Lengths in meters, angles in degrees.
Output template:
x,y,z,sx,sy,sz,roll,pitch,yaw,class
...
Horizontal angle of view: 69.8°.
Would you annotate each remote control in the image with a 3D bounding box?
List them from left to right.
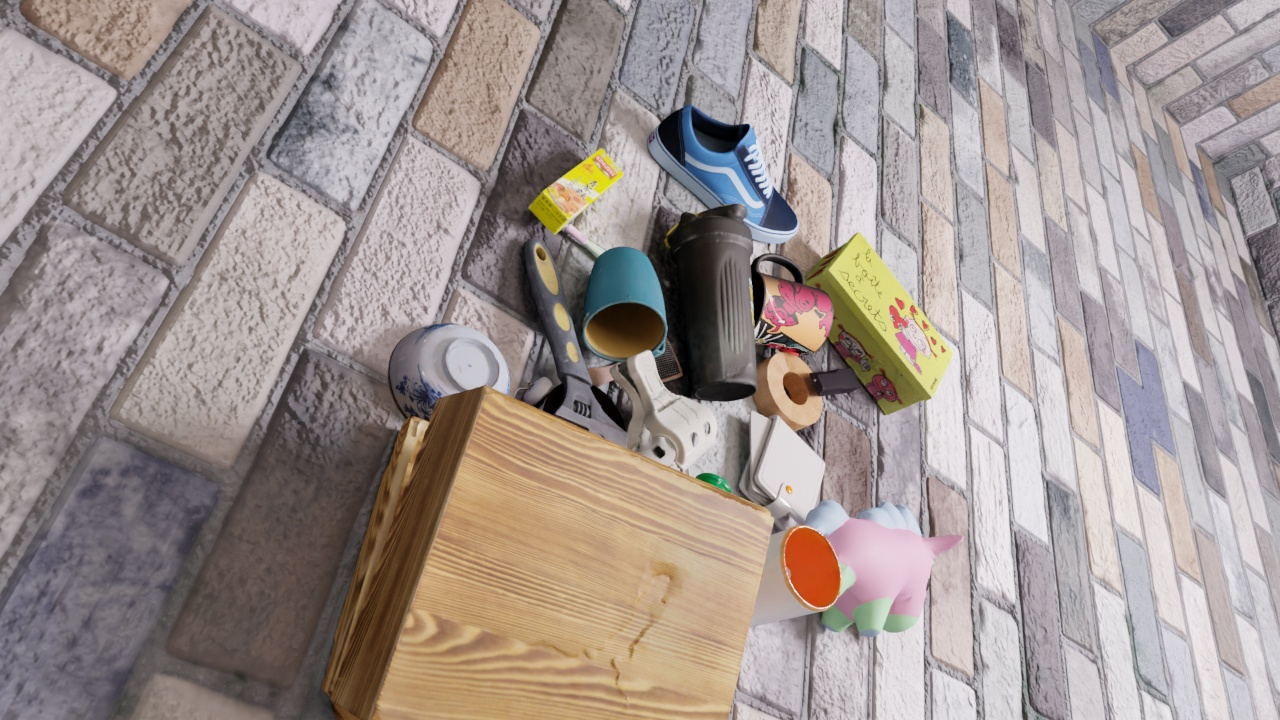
x,y,z,sx,sy,sz,roll,pitch,yaw,class
0.245,0.026,1.149,0.136,0.015,0.032,-2,68,-60,remote control

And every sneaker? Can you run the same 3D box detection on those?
x,y,z,sx,sy,sz,roll,pitch,yaw,class
0.129,-0.234,1.153,0.241,0.099,0.083,31,50,-25,sneaker

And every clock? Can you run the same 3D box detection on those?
x,y,z,sx,sy,sz,roll,pitch,yaw,class
-0.070,0.064,0.862,0.122,0.035,0.094,27,52,-27,clock

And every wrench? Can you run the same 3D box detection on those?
x,y,z,sx,sy,sz,roll,pitch,yaw,class
-0.070,-0.011,0.870,0.073,0.022,0.273,7,50,-36,wrench

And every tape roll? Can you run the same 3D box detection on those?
x,y,z,sx,sy,sz,roll,pitch,yaw,class
0.175,0.038,1.098,0.094,0.027,0.093,20,56,-33,tape roll

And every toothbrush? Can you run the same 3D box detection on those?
x,y,z,sx,sy,sz,roll,pitch,yaw,class
-0.048,-0.117,0.993,0.154,0.015,0.022,36,17,-23,toothbrush

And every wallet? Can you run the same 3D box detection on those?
x,y,z,sx,sy,sz,roll,pitch,yaw,class
0.151,0.118,1.027,0.115,0.038,0.118,44,42,-14,wallet

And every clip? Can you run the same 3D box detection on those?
x,y,z,sx,sy,sz,roll,pitch,yaw,class
0.032,0.058,0.893,0.126,0.101,0.152,-22,103,-71,clip

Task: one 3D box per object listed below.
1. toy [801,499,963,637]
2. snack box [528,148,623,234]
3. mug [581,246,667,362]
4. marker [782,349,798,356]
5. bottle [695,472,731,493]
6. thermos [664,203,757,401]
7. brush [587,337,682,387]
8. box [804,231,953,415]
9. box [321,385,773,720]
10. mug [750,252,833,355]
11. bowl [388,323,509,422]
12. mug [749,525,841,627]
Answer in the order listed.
x,y,z,sx,sy,sz,roll,pitch,yaw,class
0.247,0.213,1.007,0.222,0.120,0.170,47,57,-25,toy
-0.067,-0.184,0.988,0.040,0.029,0.147,47,37,-7,snack box
-0.010,-0.054,0.949,0.112,0.085,0.104,48,26,-37,mug
0.147,-0.055,1.135,0.142,0.013,0.012,48,45,-10,marker
0.054,0.162,0.912,0.043,0.043,0.110,46,46,-13,bottle
0.084,-0.067,1.034,0.098,0.098,0.220,12,65,-37,thermos
-0.006,0.006,0.964,0.135,0.015,0.050,-15,77,-45,brush
0.314,-0.050,1.234,0.221,0.080,0.124,54,45,-7,box
-0.076,0.194,0.716,0.279,0.193,0.250,27,67,-29,box
0.164,-0.073,1.094,0.098,0.082,0.117,12,66,-25,mug
-0.158,0.012,0.804,0.114,0.045,0.114,20,55,-33,bowl
0.132,0.215,0.907,0.082,0.106,0.082,20,55,-33,mug
